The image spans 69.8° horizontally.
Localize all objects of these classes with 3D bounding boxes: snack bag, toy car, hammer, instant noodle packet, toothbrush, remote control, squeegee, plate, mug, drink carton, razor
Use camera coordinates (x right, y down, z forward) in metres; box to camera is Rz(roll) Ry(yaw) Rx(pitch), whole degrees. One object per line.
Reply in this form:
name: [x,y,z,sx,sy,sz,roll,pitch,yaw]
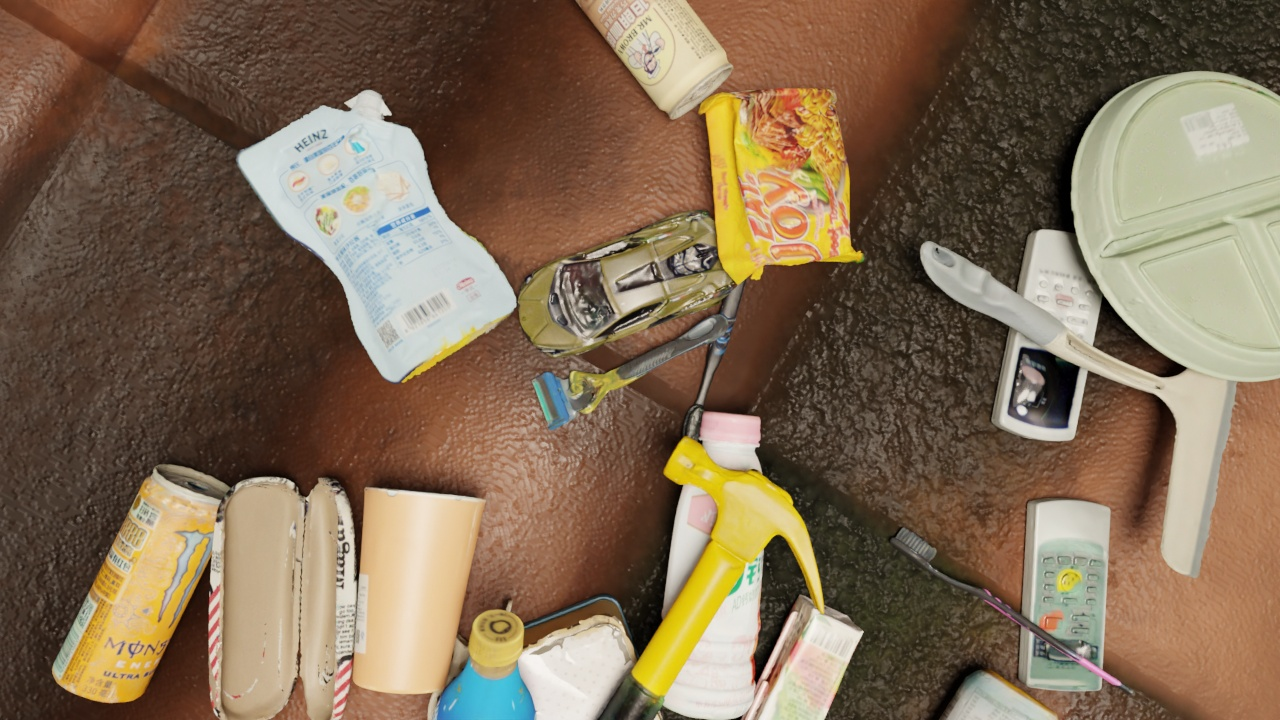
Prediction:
snack bag: [-0.177,-0.087,0.624,0.110,0.039,0.191,-33,89,2]
toy car: [-0.009,-0.051,0.632,0.158,0.042,0.070,-22,90,-1]
hammer: [0.004,0.202,0.567,0.129,0.033,0.300,32,89,6]
instant noodle packet: [0.098,-0.120,0.622,0.110,0.044,0.128,-9,91,-27]
toothbrush: [0.060,-0.027,0.647,0.014,0.016,0.189,18,87,-1]
remote control: [0.294,-0.018,0.657,0.058,0.021,0.150,12,88,-3]
remote control: [0.303,0.166,0.655,0.056,0.019,0.135,4,89,-3]
toothbrush: [0.259,0.174,0.641,0.189,0.014,0.017,33,78,8]
squeegee: [0.288,-0.016,0.623,0.246,0.039,0.246,26,72,-7]
plate: [0.407,-0.099,0.634,0.230,0.027,0.230,3,77,-12]
mug: [-0.147,0.146,0.591,0.078,0.078,0.122,7,80,-3]
drink carton: [0.103,0.226,0.626,0.045,0.053,0.122,27,88,2]
razor: [-0.004,0.004,0.638,0.143,0.022,0.042,-25,62,0]

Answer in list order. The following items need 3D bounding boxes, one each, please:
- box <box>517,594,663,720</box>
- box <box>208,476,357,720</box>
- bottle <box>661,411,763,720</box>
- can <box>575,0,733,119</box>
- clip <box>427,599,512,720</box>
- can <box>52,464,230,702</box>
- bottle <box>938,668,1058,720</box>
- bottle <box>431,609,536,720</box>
box: [-0.029,0.247,0.616,0.090,0.062,0.184,-18,88,-4]
box: [-0.225,0.157,0.596,0.086,0.075,0.162,-2,85,29]
bottle: [0.051,0.133,0.617,0.068,0.068,0.197,6,89,-3]
can: [0.007,-0.227,0.625,0.058,0.058,0.116,-38,91,-3]
clip: [-0.118,0.209,0.626,0.072,0.035,0.100,10,80,-3]
can: [-0.323,0.145,0.600,0.058,0.058,0.146,26,88,-3]
bottle: [0.209,0.304,0.623,0.068,0.068,0.189,33,87,-2]
bottle: [-0.100,0.247,0.566,0.065,0.065,0.219,9,115,-3]
